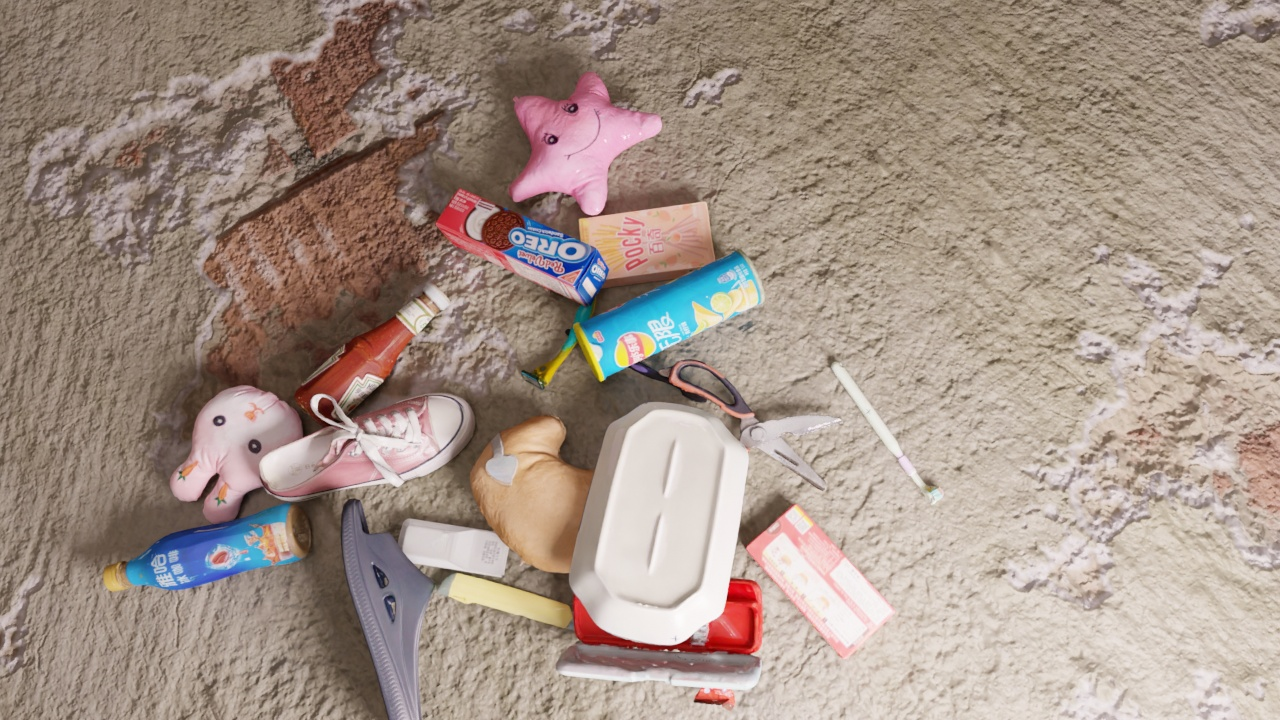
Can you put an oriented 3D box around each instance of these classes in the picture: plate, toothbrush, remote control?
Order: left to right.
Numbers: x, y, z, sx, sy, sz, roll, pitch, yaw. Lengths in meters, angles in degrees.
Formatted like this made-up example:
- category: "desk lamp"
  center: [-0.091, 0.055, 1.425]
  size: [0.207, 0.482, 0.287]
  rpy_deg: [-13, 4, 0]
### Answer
- category: "remote control"
  center: [-0.207, 0.207, 1.015]
  size: [0.125, 0.024, 0.049]
  rpy_deg: [7, 75, 5]
- category: "toothbrush"
  center: [-0.006, 0.006, 1.066]
  size: [0.189, 0.017, 0.014]
  rpy_deg: [26, 74, 14]
- category: "plate"
  center: [0.022, 0.153, 0.940]
  size: [0.162, 0.034, 0.265]
  rpy_deg: [12, 59, 6]
- category: "toothbrush"
  center: [0.272, 0.077, 1.022]
  size: [0.020, 0.029, 0.189]
  rpy_deg: [-46, 70, 33]

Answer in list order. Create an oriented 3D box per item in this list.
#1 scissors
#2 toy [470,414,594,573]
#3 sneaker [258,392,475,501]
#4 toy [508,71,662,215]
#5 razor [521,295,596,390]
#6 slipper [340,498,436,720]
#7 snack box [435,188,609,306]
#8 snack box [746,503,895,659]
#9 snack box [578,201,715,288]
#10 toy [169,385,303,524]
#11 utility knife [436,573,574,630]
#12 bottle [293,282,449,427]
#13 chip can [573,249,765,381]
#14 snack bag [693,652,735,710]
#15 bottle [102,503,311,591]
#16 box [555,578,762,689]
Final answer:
- category: "scissors"
  center: [0.112, 0.076, 1.024]
  size: [0.225, 0.015, 0.189]
  rpy_deg: [-19, 83, 0]
- category: "toy"
  center: [-0.082, 0.164, 0.989]
  size: [0.226, 0.082, 0.143]
  rpy_deg: [41, 81, 12]
- category: "sneaker"
  center: [-0.299, 0.091, 1.009]
  size: [0.240, 0.088, 0.118]
  rpy_deg: [-16, 75, -14]
- category: "toy"
  center: [-0.090, -0.265, 1.114]
  size: [0.178, 0.075, 0.194]
  rpy_deg: [34, 80, 13]
- category: "razor"
  center: [-0.087, -0.026, 1.065]
  size: [0.132, 0.028, 0.043]
  rpy_deg: [-57, 34, -7]
- category: "slipper"
  center: [-0.251, 0.271, 0.968]
  size: [0.083, 0.111, 0.268]
  rpy_deg: [-15, 79, -16]
- category: "snack box"
  center: [-0.138, -0.133, 1.074]
  size: [0.207, 0.058, 0.057]
  rpy_deg: [26, 77, 21]
- category: "snack box"
  center: [0.190, 0.234, 0.978]
  size: [0.075, 0.025, 0.153]
  rpy_deg: [-41, 75, -7]
- category: "snack box"
  center: [0.007, -0.137, 1.096]
  size: [0.157, 0.026, 0.084]
  rpy_deg: [-8, 74, 2]
- category: "toy"
  center: [-0.462, 0.107, 1.048]
  size: [0.121, 0.054, 0.159]
  rpy_deg: [32, 85, 4]
- category: "utility knife"
  center: [-0.134, 0.265, 0.997]
  size: [0.179, 0.019, 0.031]
  rpy_deg: [14, 80, 9]
- category: "bottle"
  center: [-0.307, -0.010, 1.067]
  size: [0.206, 0.060, 0.060]
  rpy_deg: [-44, 76, -9]
- category: "chip can"
  center: [0.032, -0.053, 1.041]
  size: [0.210, 0.071, 0.071]
  rpy_deg: [-26, 74, -7]
- category: "snack bag"
  center: [0.080, 0.311, 0.964]
  size: [0.045, 0.026, 0.105]
  rpy_deg: [0, 71, 12]
- category: "bottle"
  center: [-0.479, 0.213, 1.011]
  size: [0.219, 0.065, 0.065]
  rpy_deg: [-14, 74, 1]
- category: "box"
  center: [0.020, 0.268, 0.920]
  size: [0.201, 0.100, 0.094]
  rpy_deg: [-1, 91, 13]
